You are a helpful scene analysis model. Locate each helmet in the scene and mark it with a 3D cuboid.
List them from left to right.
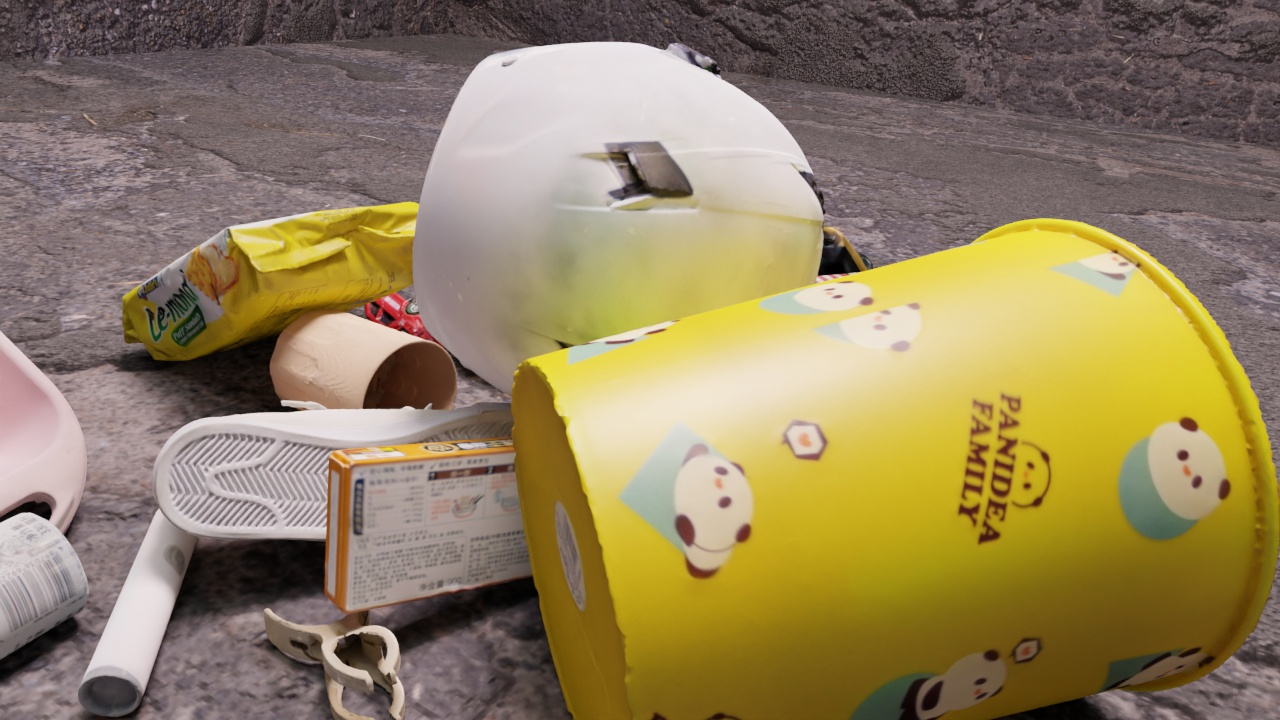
[{"bbox_3d":[0.010,-0.059,0.522,0.258,0.229,0.146,6,21,-32],"label":"helmet"}]

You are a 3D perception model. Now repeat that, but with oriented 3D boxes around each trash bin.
[{"bbox_3d":[0.086,0.066,0.417,0.255,0.230,0.229,-10,28,-16],"label":"trash bin"}]

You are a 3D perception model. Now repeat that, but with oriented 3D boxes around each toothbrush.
[{"bbox_3d":[-0.259,0.103,0.503,0.026,0.027,0.221,-22,28,-3],"label":"toothbrush"}]

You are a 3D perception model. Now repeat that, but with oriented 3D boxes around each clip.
[{"bbox_3d":[-0.136,0.139,0.441,0.066,0.034,0.099,-13,21,-30],"label":"clip"}]

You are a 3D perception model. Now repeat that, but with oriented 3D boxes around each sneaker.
[{"bbox_3d":[-0.149,0.068,0.540,0.242,0.089,0.091,3,-3,-24],"label":"sneaker"}]

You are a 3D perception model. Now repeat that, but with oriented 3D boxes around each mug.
[{"bbox_3d":[-0.205,0.027,0.631,0.104,0.084,0.124,19,55,32],"label":"mug"}]

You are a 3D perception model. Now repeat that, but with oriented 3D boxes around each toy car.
[{"bbox_3d":[-0.207,-0.036,0.780,0.045,0.053,0.120,-37,45,-19],"label":"toy car"}]

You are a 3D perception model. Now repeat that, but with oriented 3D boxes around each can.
[{"bbox_3d":[-0.328,0.126,0.404,0.058,0.058,0.146,15,27,23],"label":"can"}]

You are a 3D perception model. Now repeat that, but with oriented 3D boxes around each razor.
[{"bbox_3d":[0.191,-0.088,0.868,0.062,0.067,0.167,10,-9,24],"label":"razor"}]

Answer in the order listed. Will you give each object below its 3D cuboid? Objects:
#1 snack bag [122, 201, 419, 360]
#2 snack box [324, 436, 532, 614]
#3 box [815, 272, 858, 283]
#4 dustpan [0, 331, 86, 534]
[{"bbox_3d":[-0.278,-0.058,0.707,0.247,0.068,0.157,-13,7,43],"label":"snack bag"},{"bbox_3d":[-0.086,0.080,0.482,0.153,0.075,0.026,-1,10,-39],"label":"snack box"},{"bbox_3d":[0.208,-0.049,0.830,0.162,0.088,0.076,-3,41,-19],"label":"box"},{"bbox_3d":[-0.434,0.009,0.477,0.139,0.273,0.221,-14,20,24],"label":"dustpan"}]
